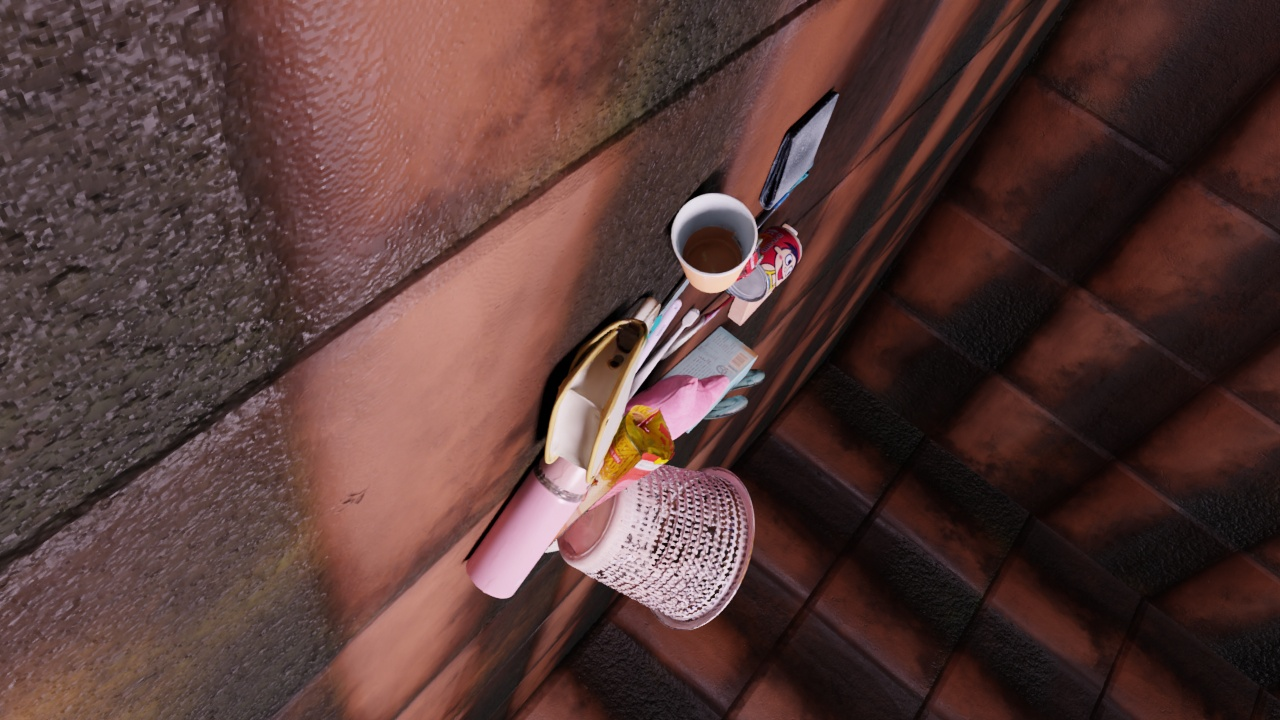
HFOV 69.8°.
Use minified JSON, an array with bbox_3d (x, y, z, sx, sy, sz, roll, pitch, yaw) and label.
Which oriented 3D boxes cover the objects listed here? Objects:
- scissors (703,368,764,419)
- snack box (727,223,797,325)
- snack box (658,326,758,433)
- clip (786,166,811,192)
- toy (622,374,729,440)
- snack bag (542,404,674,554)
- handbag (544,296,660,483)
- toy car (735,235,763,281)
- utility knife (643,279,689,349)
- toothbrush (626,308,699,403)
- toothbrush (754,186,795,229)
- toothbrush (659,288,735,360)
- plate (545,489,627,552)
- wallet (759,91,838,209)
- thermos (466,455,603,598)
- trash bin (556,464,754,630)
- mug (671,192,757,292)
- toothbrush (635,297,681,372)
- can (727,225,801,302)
[{"bbox_3d":[0.117,0.050,1.408,0.168,0.019,0.178,-38,-160,-33],"label":"scissors"},{"bbox_3d":[0.173,-0.121,1.314,0.084,0.026,0.158,-46,167,-25],"label":"snack box"},{"bbox_3d":[0.093,0.025,1.331,0.174,0.074,0.052,-40,163,-41],"label":"snack box"},{"bbox_3d":[0.189,-0.223,1.113,0.056,0.014,0.048,-43,167,-29],"label":"clip"},{"bbox_3d":[0.022,0.067,1.172,0.178,0.074,0.195,-14,160,-40],"label":"toy"},{"bbox_3d":[-0.051,0.140,1.093,0.208,0.073,0.128,-42,-165,33],"label":"snack bag"},{"bbox_3d":[-0.034,0.018,0.931,0.178,0.063,0.164,-61,175,-32],"label":"handbag"},{"bbox_3d":[0.104,-0.120,1.008,0.045,0.053,0.120,-53,167,-4],"label":"toy car"},{"bbox_3d":[-0.004,-0.014,1.016,0.209,0.013,0.029,-53,168,7],"label":"utility knife"},{"bbox_3d":[0.013,0.005,1.131,0.180,0.016,0.016,-50,173,-9],"label":"toothbrush"},{"bbox_3d":[0.131,-0.156,1.098,0.189,0.014,0.016,-47,143,-22],"label":"toothbrush"},{"bbox_3d":[0.080,-0.055,1.201,0.187,0.017,0.016,-40,166,-33],"label":"toothbrush"},{"bbox_3d":[-0.070,0.209,1.364,0.162,0.034,0.265,-56,167,20],"label":"plate"},{"bbox_3d":[0.179,-0.236,1.032,0.097,0.019,0.121,-47,166,-28],"label":"wallet"},{"bbox_3d":[-0.115,0.169,1.033,0.199,0.067,0.087,-55,175,13],"label":"thermos"},{"bbox_3d":[0.005,0.222,1.211,0.228,0.192,0.227,-37,-139,39],"label":"trash bin"},{"bbox_3d":[0.071,-0.107,0.893,0.078,0.078,0.123,-51,172,-3],"label":"mug"},{"bbox_3d":[-0.006,0.006,1.058,0.189,0.029,0.021,-57,-153,18],"label":"toothbrush"},{"bbox_3d":[0.154,-0.122,1.149,0.093,0.066,0.067,-42,164,-39],"label":"can"}]
